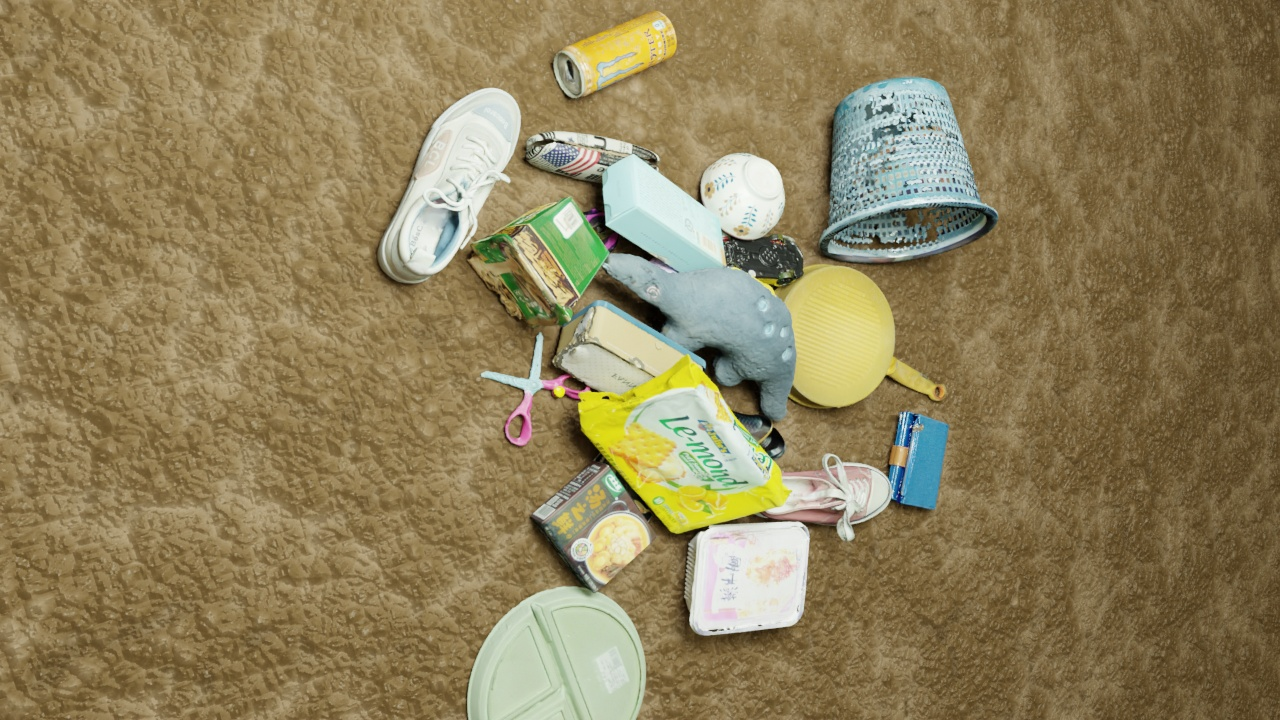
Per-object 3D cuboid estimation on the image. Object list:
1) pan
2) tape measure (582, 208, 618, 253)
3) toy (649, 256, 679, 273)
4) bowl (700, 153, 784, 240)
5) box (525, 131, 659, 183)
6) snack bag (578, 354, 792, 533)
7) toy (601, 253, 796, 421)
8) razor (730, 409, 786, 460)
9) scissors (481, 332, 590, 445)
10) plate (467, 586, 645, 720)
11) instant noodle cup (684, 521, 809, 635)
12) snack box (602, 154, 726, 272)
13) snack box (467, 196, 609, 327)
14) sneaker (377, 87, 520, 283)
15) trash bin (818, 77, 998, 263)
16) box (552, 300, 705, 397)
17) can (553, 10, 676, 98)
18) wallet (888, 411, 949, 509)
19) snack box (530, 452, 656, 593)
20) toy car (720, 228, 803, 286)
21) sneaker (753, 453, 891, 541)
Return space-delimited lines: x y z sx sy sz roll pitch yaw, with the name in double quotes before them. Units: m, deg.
"pan" 0.319 -0.007 1.290 0.357 0.078 0.197 21 83 -22
"tape measure" -0.055 -0.147 1.073 0.057 0.039 0.057 -42 110 -23
"toy" 0.046 -0.087 1.132 0.108 0.039 0.083 49 64 -25
"bowl" 0.138 -0.216 1.153 0.113 0.062 0.113 12 64 -25
"box" -0.053 -0.239 1.060 0.164 0.072 0.060 3 64 -33
"snack bag" 0.052 0.101 1.062 0.246 0.158 0.068 51 32 -32
"toy" 0.105 -0.040 1.106 0.356 0.138 0.091 36 33 -32
"razor" 0.107 0.086 1.168 0.167 0.062 0.068 23 110 -23
"scissors" -0.120 0.034 1.052 0.133 0.017 0.133 14 84 -25
"plate" -0.089 0.380 1.067 0.229 0.027 0.230 -1 92 -31
"instant noodle cup" 0.128 0.271 1.170 0.173 0.060 0.138 4 93 -29
"snack box" 0.030 -0.163 1.072 0.174 0.052 0.074 27 48 -45
"snack box" -0.105 -0.115 1.003 0.105 0.118 0.118 -48 115 -26
"sneaker" -0.192 -0.191 0.963 0.089 0.091 0.241 34 74 -27
"trash bin" 0.343 -0.255 1.220 0.226 0.227 0.195 4 76 -30
"box" -0.006 0.006 1.068 0.184 0.090 0.062 30 53 -30
"can" -0.028 -0.359 1.075 0.145 0.058 0.058 -32 106 -26
"wallet" 0.407 0.148 1.347 0.106 0.040 0.133 16 82 -38
"snack box" -0.048 0.187 1.079 0.125 0.053 0.113 -40 109 -18
"toy car" 0.144 -0.128 1.181 0.155 0.041 0.071 -2 69 -29
"sneaker" 0.256 0.182 1.229 0.240 0.088 0.118 5 88 -29
